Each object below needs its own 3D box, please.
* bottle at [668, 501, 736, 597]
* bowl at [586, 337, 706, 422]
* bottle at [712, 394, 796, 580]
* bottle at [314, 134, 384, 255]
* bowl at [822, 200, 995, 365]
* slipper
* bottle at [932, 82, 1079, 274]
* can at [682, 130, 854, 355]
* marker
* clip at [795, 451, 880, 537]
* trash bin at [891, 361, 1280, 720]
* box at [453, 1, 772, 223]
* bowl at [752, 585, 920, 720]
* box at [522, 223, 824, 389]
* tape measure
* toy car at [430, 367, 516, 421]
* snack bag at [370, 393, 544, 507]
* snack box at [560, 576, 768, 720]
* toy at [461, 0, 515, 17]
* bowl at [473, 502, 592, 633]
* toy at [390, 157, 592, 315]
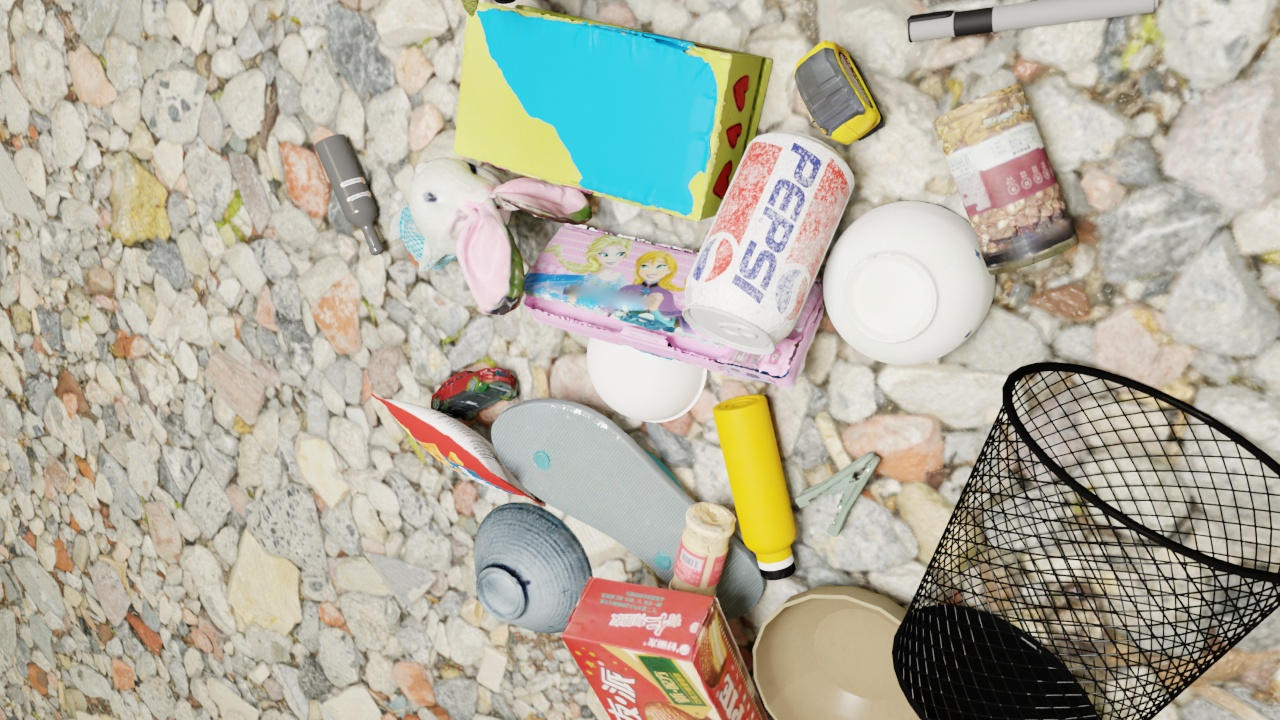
[{"bbox_3d":[0.046,0.168,0.739,0.044,0.044,0.109,21,114,22],"label":"bottle"},{"bbox_3d":[-0.004,0.005,0.749,0.110,0.040,0.110,9,109,27],"label":"bowl"},{"bbox_3d":[0.093,0.101,0.723,0.043,0.043,0.144,-8,101,31],"label":"bottle"},{"bbox_3d":[-0.266,-0.152,0.854,0.030,0.030,0.113,-20,95,32],"label":"bottle"},{"bbox_3d":[0.176,-0.048,0.619,0.113,0.063,0.113,9,110,26],"label":"bowl"},{"bbox_3d":[-0.003,0.114,0.784,0.269,0.054,0.098,36,117,2],"label":"slipper"},{"bbox_3d":[0.228,-0.112,0.574,0.056,0.056,0.105,-20,94,32],"label":"bottle"},{"bbox_3d":[0.085,-0.079,0.618,0.078,0.078,0.136,19,77,23],"label":"can"},{"bbox_3d":[0.237,-0.212,0.562,0.141,0.016,0.016,3,106,29],"label":"marker"},{"bbox_3d":[0.156,0.097,0.699,0.059,0.023,0.076,41,122,11],"label":"clip"},{"bbox_3d":[0.266,0.139,0.567,0.184,0.183,0.211,29,123,19],"label":"trash bin"},{"bbox_3d":[-0.025,-0.187,0.683,0.221,0.080,0.124,17,112,22],"label":"box"},{"bbox_3d":[0.168,0.241,0.719,0.152,0.050,0.152,9,109,27],"label":"bowl"},{"bbox_3d":[0.018,-0.049,0.696,0.231,0.053,0.084,16,74,25],"label":"box"},{"bbox_3d":[0.128,-0.175,0.606,0.037,0.064,0.065,-31,88,31],"label":"tape measure"},{"bbox_3d":[-0.153,0.029,0.840,0.091,0.042,0.036,-21,62,38],"label":"toy car"},{"bbox_3d":[-0.159,0.080,0.823,0.144,0.131,0.039,30,79,18],"label":"snack bag"},{"bbox_3d":[0.032,0.277,0.747,0.113,0.060,0.236,2,131,29],"label":"snack box"},{"bbox_3d":[-0.057,-0.299,0.638,0.153,0.179,0.078,-11,141,11],"label":"toy"},{"bbox_3d":[-0.117,0.208,0.866,0.137,0.057,0.137,9,109,27],"label":"bowl"},{"bbox_3d":[-0.149,-0.124,0.746,0.206,0.130,0.106,16,149,49],"label":"toy"}]
